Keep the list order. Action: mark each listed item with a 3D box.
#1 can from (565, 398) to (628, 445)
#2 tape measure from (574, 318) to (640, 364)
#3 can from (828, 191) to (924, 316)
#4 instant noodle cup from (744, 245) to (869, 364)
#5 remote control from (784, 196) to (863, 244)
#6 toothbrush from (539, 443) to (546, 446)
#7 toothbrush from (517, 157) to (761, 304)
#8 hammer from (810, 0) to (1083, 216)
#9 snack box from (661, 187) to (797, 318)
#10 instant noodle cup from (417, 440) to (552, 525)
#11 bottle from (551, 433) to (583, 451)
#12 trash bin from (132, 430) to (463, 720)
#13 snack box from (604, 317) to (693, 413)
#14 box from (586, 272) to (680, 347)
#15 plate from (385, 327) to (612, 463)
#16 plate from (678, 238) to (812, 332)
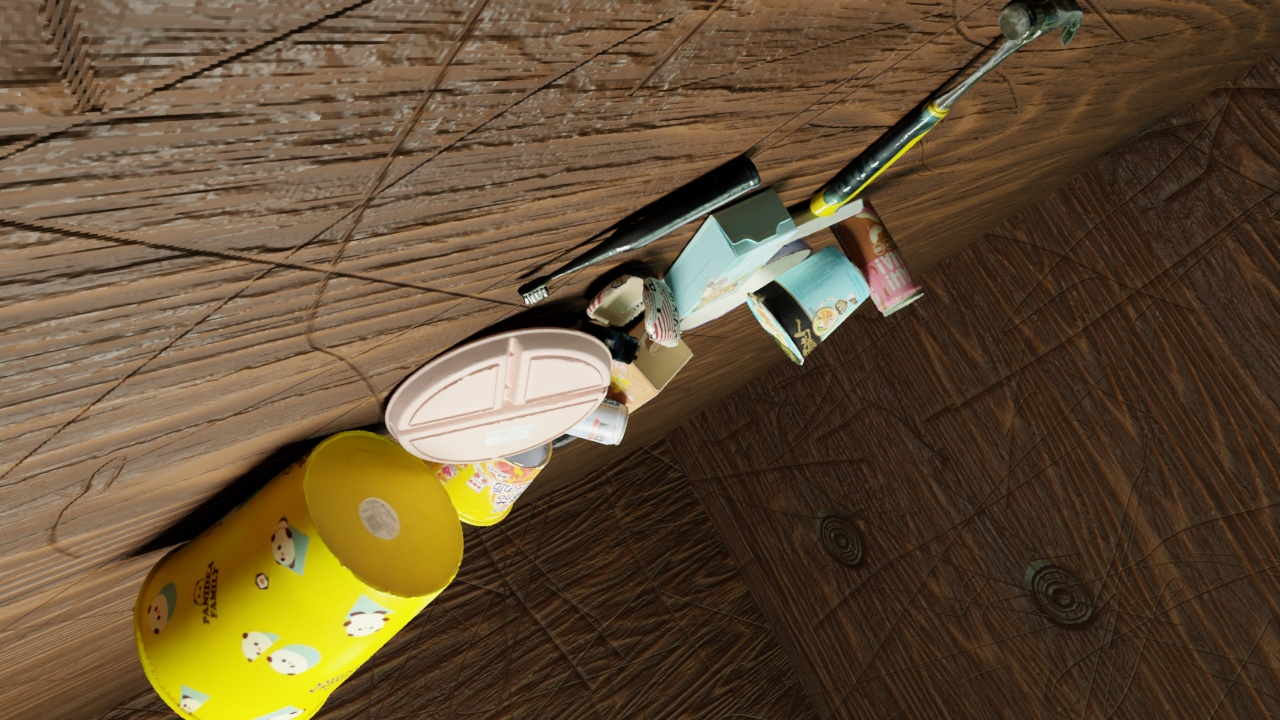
[{"bbox_3d":[-0.084,0.060,1.090,0.134,0.053,0.053,16,160,-10],"label":"can"},{"bbox_3d":[-0.040,-0.019,0.965,0.065,0.066,0.033,22,86,-74],"label":"tape measure"},{"bbox_3d":[0.283,-0.130,1.114,0.058,0.147,0.058,-28,172,-5],"label":"can"},{"bbox_3d":[0.206,-0.074,1.108,0.120,0.111,0.111,-38,172,1],"label":"instant noodle cup"},{"bbox_3d":[0.189,-0.156,1.024,0.124,0.024,0.049,-24,-163,-26],"label":"remote control"},{"bbox_3d":[-0.100,0.038,1.024,0.015,0.018,0.181,7,134,-9],"label":"toothbrush"},{"bbox_3d":[-0.002,-0.101,0.731,0.212,0.026,0.027,-29,134,-2],"label":"toothbrush"},{"bbox_3d":[0.276,-0.231,0.874,0.125,0.032,0.324,-23,170,-34],"label":"hammer"},{"bbox_3d":[0.085,-0.104,0.926,0.074,0.051,0.175,-26,172,-21],"label":"snack box"},{"bbox_3d":[-0.181,0.114,1.111,0.110,0.138,0.137,-43,166,30],"label":"instant noodle cup"},{"bbox_3d":[-0.063,0.052,1.296,0.195,0.080,0.044,-31,167,1],"label":"bottle"},{"bbox_3d":[-0.329,0.215,0.920,0.256,0.229,0.229,-38,169,23],"label":"trash bin"},{"bbox_3d":[-0.007,0.007,1.136,0.095,0.077,0.092,-37,-174,47],"label":"snack box"},{"bbox_3d":[-0.008,-0.051,0.919,0.088,0.076,0.162,-3,179,12],"label":"box"},{"bbox_3d":[-0.133,0.043,0.904,0.229,0.028,0.230,-18,154,-9],"label":"plate"},{"bbox_3d":[0.117,-0.099,1.118,0.192,0.039,0.192,-29,172,-4],"label":"plate"}]
